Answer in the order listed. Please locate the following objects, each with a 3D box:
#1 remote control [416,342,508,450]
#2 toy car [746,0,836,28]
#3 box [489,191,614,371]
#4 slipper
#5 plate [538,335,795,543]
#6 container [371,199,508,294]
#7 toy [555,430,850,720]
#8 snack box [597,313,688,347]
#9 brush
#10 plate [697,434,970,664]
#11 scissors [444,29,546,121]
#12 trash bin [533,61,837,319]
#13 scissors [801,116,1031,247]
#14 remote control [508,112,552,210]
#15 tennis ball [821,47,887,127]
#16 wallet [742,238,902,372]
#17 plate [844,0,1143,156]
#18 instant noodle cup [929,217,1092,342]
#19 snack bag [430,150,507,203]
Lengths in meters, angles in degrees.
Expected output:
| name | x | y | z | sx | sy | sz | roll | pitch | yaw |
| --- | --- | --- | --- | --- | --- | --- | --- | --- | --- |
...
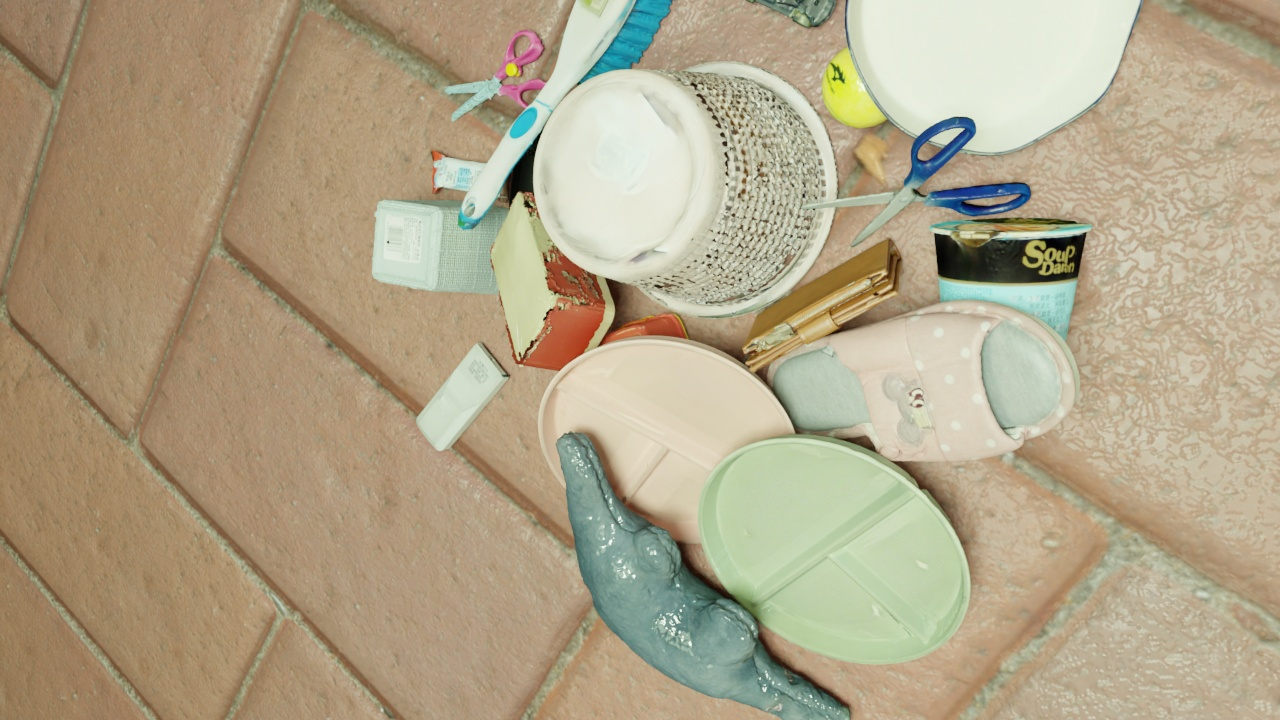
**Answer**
| name | x | y | z | sx | sy | sz | roll | pitch | yaw |
| --- | --- | --- | --- | --- | --- | --- | --- | --- | --- |
| remote control | -0.190 | 0.041 | 0.964 | 0.049 | 0.024 | 0.125 | 48 | 113 | 14 |
| toy car | 0.121 | -0.308 | 0.761 | 0.090 | 0.034 | 0.043 | 32 | 106 | 19 |
| box | -0.089 | -0.074 | 0.821 | 0.092 | 0.076 | 0.168 | -57 | 36 | 33 |
| slipper | 0.189 | 0.021 | 0.690 | 0.275 | 0.054 | 0.114 | -7 | 103 | 54 |
| plate | 0.024 | 0.071 | 0.800 | 0.230 | 0.028 | 0.230 | 8 | 127 | 11 |
| container | -0.196 | -0.113 | 0.902 | 0.090 | 0.111 | 0.090 | 12 | 100 | 25 |
| toy | 0.032 | 0.217 | 0.819 | 0.356 | 0.091 | 0.138 | 44 | 131 | 0 |
| snack box | -0.005 | 0.005 | 0.834 | 0.091 | 0.080 | 0.082 | -21 | 86 | 27 |
| brush | -0.063 | -0.250 | 0.820 | 0.060 | 0.109 | 0.315 | 38 | 111 | 16 |
| plate | 0.155 | 0.155 | 0.755 | 0.230 | 0.027 | 0.231 | 16 | 126 | 24 |
| scissors | -0.141 | -0.264 | 0.913 | 0.138 | 0.017 | 0.093 | -27 | 90 | 31 |
| trash bin | 0.025 | -0.143 | 0.741 | 0.228 | 0.191 | 0.227 | 3 | 97 | 27 |
| scissors | 0.212 | -0.129 | 0.697 | 0.176 | 0.162 | 0.012 | 1 | 66 | 3 |
| remote control | -0.104 | -0.174 | 0.895 | 0.053 | 0.024 | 0.136 | 14 | 103 | 23 |
| tennis ball | 0.176 | -0.217 | 0.724 | 0.066 | 0.065 | 0.065 | 3 | 97 | 27 |
| wallet | 0.147 | -0.045 | 0.738 | 0.132 | 0.107 | 0.031 | -32 | 100 | 26 |
| plate | 0.246 | -0.253 | 0.654 | 0.205 | 0.045 | 0.205 | 0 | 107 | 0 |
| instant noodle cup | 0.269 | -0.041 | 0.680 | 0.111 | 0.111 | 0.120 | 5 | 105 | 27 |
| snack bag | -0.176 | -0.187 | 0.930 | 0.104 | 0.026 | 0.048 | 9 | 106 | 25 |
